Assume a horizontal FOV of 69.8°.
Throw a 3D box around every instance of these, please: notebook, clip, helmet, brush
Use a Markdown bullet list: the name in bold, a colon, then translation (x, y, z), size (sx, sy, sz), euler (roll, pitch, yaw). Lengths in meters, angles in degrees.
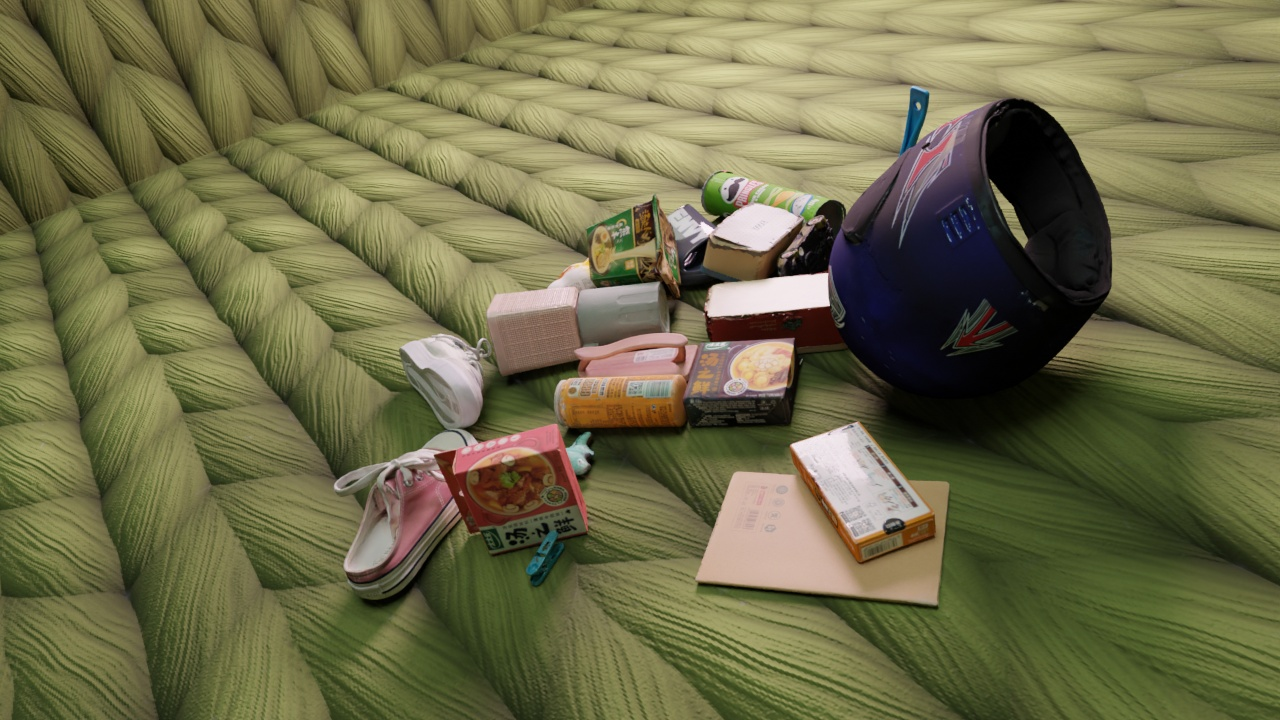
- **notebook**: translation (0.167, 0.156, 0.833), size (0.208, 0.008, 0.147), euler (0, 35, 23)
- **clip**: translation (-0.091, 0.190, 0.881), size (0.014, 0.043, 0.056), euler (4, 40, 29)
- **helmet**: translation (0.320, -0.103, 0.944), size (0.241, 0.247, 0.314), euler (-35, 19, 45)
- **brush**: translation (0.307, -0.205, 1.116), size (0.045, 0.255, 0.083), euler (-15, 40, -32)
- **brush**: translation (-0.006, 0.006, 1.079), size (0.146, 0.073, 0.063), euler (-4, 35, 20)

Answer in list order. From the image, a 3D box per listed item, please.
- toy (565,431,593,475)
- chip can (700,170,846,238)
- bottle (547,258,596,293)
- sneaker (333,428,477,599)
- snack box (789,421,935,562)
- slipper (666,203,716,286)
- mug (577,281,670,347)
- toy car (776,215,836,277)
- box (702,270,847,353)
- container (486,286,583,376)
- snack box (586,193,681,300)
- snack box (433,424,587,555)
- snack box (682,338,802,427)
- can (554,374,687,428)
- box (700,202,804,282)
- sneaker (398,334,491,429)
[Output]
- **toy**: translation (-0.091, 0.106, 1.006), size (0.092, 0.030, 0.096), euler (3, 29, 19)
- **chip can**: translation (0.192, -0.225, 1.351), size (0.072, 0.072, 0.236), euler (-32, 36, -25)
- **bottle**: translation (-0.089, -0.103, 1.290), size (0.108, 0.063, 0.063), euler (-28, 34, -20)
- **sneaker**: translation (-0.239, 0.136, 0.962), size (0.118, 0.088, 0.240), euler (-2, 32, 20)
- **snack box**: translation (0.201, 0.116, 0.847), size (0.075, 0.026, 0.153), euler (-19, 31, -5)
- **slipper**: translation (0.038, -0.180, 1.339), size (0.110, 0.083, 0.268), euler (-34, 35, -24)
- **mug**: translation (-0.020, -0.038, 1.160), size (0.103, 0.084, 0.123), euler (-7, 60, 11)
- **toy car**: translation (0.218, -0.132, 1.196), size (0.042, 0.070, 0.157), euler (-12, 25, 43)
- **box**: translation (0.164, -0.062, 1.102), size (0.168, 0.080, 0.091), euler (-5, 34, 15)
- **container**: translation (-0.130, -0.042, 1.185), size (0.111, 0.090, 0.089), euler (-9, 22, 5)
- **snack box**: translation (-0.011, -0.139, 1.221), size (0.106, 0.118, 0.117), euler (-9, 69, 12)
- **snack box**: translation (-0.126, 0.131, 0.900), size (0.127, 0.113, 0.044), euler (-14, 33, 3)
- **snack box**: translation (0.117, 0.020, 1.031), size (0.113, 0.053, 0.125), euler (-3, 39, 19)
- **can**: translation (-0.021, 0.047, 1.035), size (0.146, 0.058, 0.058), euler (-2, 34, 20)
- **box**: translation (0.148, -0.152, 1.207), size (0.090, 0.059, 0.183), euler (22, 35, 21)
- **sneaker**: translation (-0.226, 0.018, 1.145), size (0.090, 0.089, 0.242), euler (-22, 23, -22)
